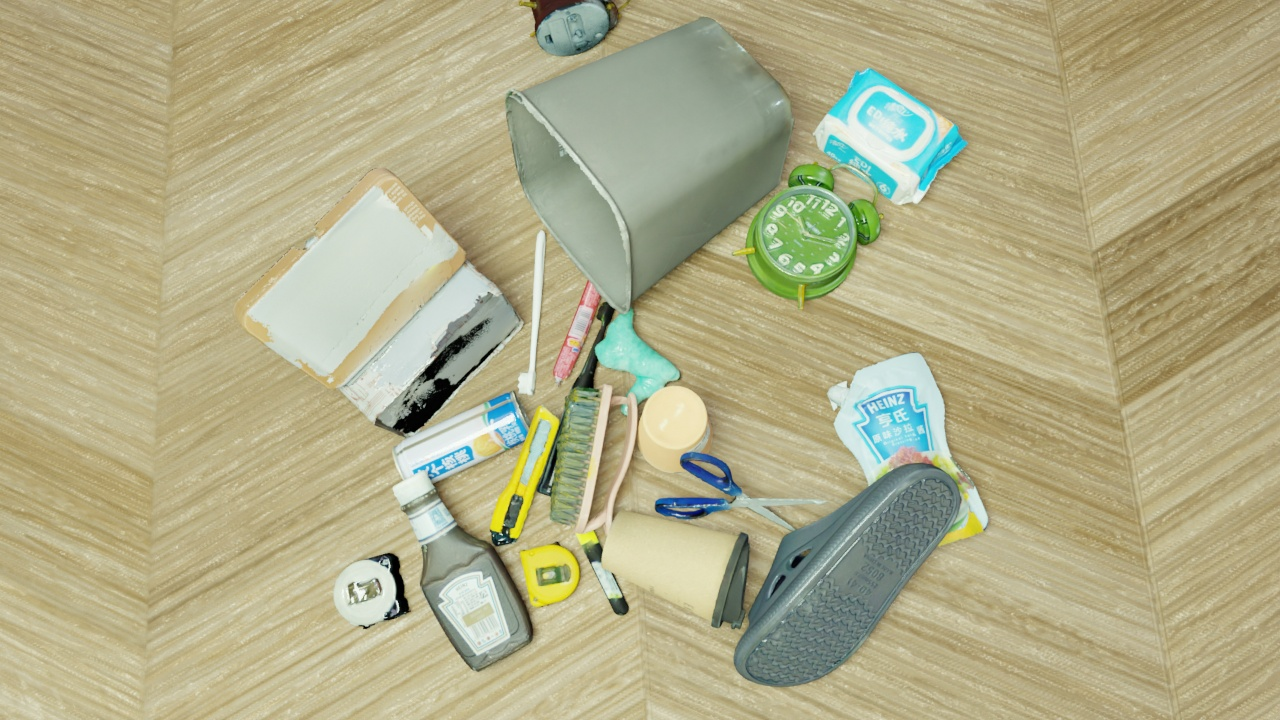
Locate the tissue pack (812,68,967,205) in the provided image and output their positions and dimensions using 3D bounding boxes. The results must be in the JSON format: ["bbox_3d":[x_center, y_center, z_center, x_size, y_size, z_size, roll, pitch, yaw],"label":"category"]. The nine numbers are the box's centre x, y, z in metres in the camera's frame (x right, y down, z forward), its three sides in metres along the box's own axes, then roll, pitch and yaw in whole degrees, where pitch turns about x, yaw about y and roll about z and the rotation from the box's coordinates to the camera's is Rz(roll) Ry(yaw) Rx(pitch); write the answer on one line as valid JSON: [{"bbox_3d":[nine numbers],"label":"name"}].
[{"bbox_3d":[0.261,-0.237,0.968,0.140,0.063,0.090,39,82,10],"label":"tissue pack"}]

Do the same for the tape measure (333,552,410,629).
[{"bbox_3d":[-0.268,0.230,0.910,0.066,0.033,0.065,-18,76,-2],"label":"tape measure"}]

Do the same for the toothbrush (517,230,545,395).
[{"bbox_3d":[-0.114,-0.052,0.972,0.016,0.016,0.180,2,79,9],"label":"toothbrush"}]

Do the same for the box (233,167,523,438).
[{"bbox_3d":[-0.226,-0.039,0.853,0.106,0.272,0.177,41,83,24],"label":"box"}]

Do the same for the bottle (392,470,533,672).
[{"bbox_3d":[-0.177,0.199,0.884,0.080,0.044,0.195,-29,92,-5],"label":"bottle"}]

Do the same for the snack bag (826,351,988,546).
[{"bbox_3d":[0.262,0.093,0.914,0.110,0.039,0.191,-20,77,10],"label":"snack bag"}]

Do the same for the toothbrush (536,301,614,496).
[{"bbox_3d":[-0.063,0.037,0.946,0.027,0.026,0.212,3,72,48],"label":"toothbrush"}]

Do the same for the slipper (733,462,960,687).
[{"bbox_3d":[0.188,0.197,0.873,0.110,0.083,0.268,37,97,-26],"label":"slipper"}]

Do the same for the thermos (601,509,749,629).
[{"bbox_3d":[0.039,0.195,0.879,0.143,0.093,0.093,16,79,13],"label":"thermos"}]

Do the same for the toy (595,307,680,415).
[{"bbox_3d":[-0.006,0.005,0.942,0.092,0.030,0.096,35,79,-4],"label":"toy"}]

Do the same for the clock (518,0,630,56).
[{"bbox_3d":[-0.067,-0.384,1.006,0.122,0.082,0.055,-17,72,1],"label":"clock"}]

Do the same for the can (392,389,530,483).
[{"bbox_3d":[-0.178,0.081,0.926,0.134,0.053,0.053,-25,78,-3],"label":"can"}]

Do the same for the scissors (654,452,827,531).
[{"bbox_3d":[0.088,0.131,0.880,0.176,0.162,0.012,-10,49,26],"label":"scissors"}]

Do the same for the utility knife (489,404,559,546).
[{"bbox_3d":[-0.117,0.117,0.911,0.033,0.015,0.154,19,100,-9],"label":"utility knife"}]

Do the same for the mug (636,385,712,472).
[{"bbox_3d":[0.033,0.065,0.885,0.078,0.123,0.078,0,79,2],"label":"mug"}]

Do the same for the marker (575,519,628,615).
[{"bbox_3d":[-0.044,0.197,0.917,0.018,0.015,0.124,-26,81,-8],"label":"marker"}]

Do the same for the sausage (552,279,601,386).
[{"bbox_3d":[-0.060,-0.045,0.965,0.020,0.020,0.155,19,79,6],"label":"sausage"}]

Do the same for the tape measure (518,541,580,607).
[{"bbox_3d":[-0.089,0.211,0.908,0.057,0.029,0.060,-14,78,-1],"label":"tape measure"}]

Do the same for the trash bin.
[{"bbox_3d":[0.012,-0.202,0.904,0.219,0.199,0.198,-34,70,-15],"label":"trash bin"}]

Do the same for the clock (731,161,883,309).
[{"bbox_3d":[0.181,-0.137,0.955,0.116,0.056,0.161,40,82,9],"label":"clock"}]

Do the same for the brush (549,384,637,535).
[{"bbox_3d":[-0.046,0.097,0.897,0.073,0.063,0.145,10,82,-11],"label":"brush"}]
